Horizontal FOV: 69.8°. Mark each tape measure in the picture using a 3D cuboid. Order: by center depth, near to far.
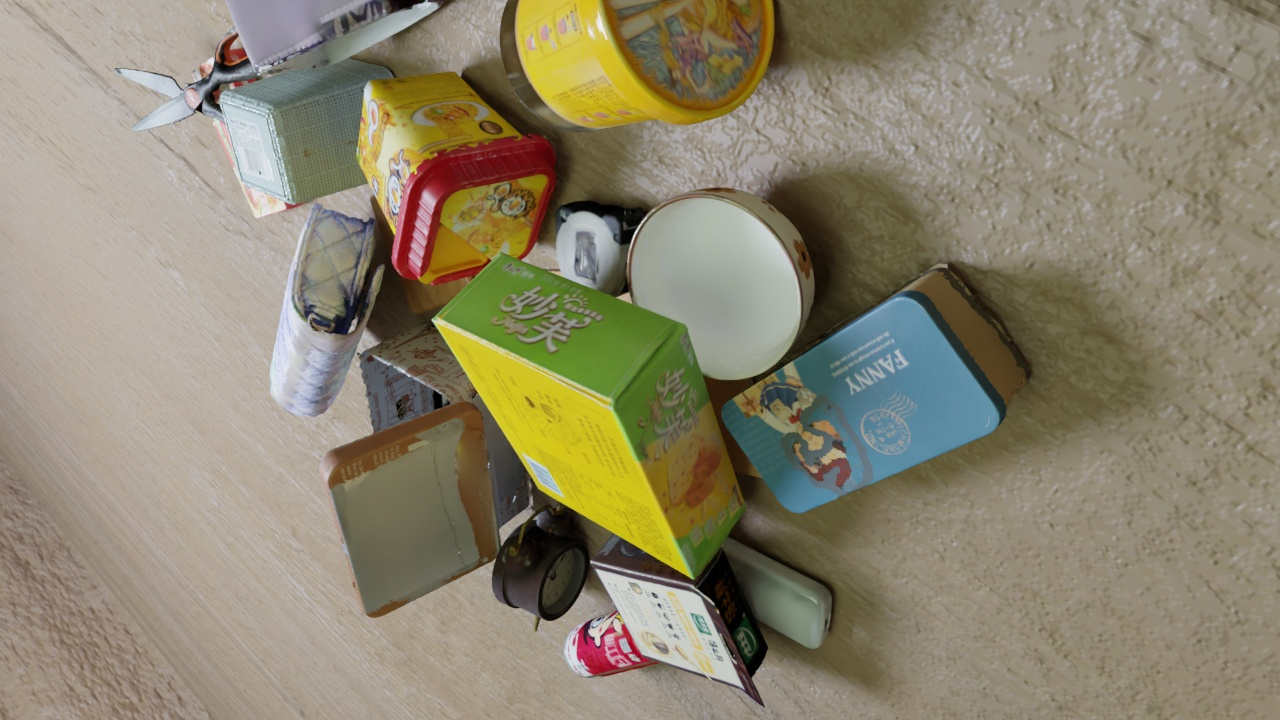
[{"bbox_3d":[-0.026,-0.075,0.631,0.066,0.033,0.066,15,115,40],"label":"tape measure"}]

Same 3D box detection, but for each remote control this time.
[{"bbox_3d":[0.082,0.167,0.697,0.136,0.020,0.056,22,129,34],"label":"remote control"}]

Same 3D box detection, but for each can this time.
[{"bbox_3d":[-0.017,0.251,0.823,0.053,0.053,0.133,56,140,1],"label":"can"}]

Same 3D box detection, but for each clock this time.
[{"bbox_3d":[-0.091,0.181,0.829,0.055,0.081,0.122,18,128,31],"label":"clock"}]

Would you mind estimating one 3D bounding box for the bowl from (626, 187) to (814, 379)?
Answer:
[{"bbox_3d":[0.055,-0.052,0.546,0.113,0.062,0.114,18,123,28],"label":"bowl"}]

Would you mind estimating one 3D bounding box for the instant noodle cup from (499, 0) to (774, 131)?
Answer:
[{"bbox_3d":[-0.008,-0.180,0.496,0.115,0.118,0.118,1,116,52],"label":"instant noodle cup"}]

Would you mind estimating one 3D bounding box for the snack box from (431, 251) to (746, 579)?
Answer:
[{"bbox_3d":[-0.026,0.041,0.611,0.158,0.069,0.210,24,152,33],"label":"snack box"}]

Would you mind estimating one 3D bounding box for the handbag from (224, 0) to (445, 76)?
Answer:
[{"bbox_3d":[-0.230,-0.317,0.631,0.145,0.098,0.197,-11,107,31],"label":"handbag"}]

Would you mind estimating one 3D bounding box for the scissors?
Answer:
[{"bbox_3d":[-0.396,-0.237,0.855,0.222,0.021,0.211,-32,98,32],"label":"scissors"}]

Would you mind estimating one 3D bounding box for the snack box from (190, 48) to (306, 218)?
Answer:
[{"bbox_3d":[-0.383,-0.219,0.899,0.075,0.025,0.153,-1,114,45],"label":"snack box"}]

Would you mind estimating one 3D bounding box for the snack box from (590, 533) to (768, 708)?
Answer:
[{"bbox_3d":[0.036,0.191,0.693,0.126,0.053,0.113,2,128,40],"label":"snack box"}]

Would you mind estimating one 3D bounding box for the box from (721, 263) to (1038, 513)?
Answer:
[{"bbox_3d":[0.132,0.019,0.524,0.090,0.059,0.185,53,141,3],"label":"box"}]

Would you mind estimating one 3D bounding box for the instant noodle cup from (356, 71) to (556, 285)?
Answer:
[{"bbox_3d":[-0.139,-0.137,0.658,0.123,0.115,0.116,53,141,23],"label":"instant noodle cup"}]

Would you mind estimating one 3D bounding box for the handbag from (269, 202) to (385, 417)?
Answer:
[{"bbox_3d":[-0.286,-0.043,0.835,0.075,0.134,0.194,15,151,-19],"label":"handbag"}]

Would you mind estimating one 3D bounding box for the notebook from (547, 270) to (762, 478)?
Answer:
[{"bbox_3d":[-0.004,0.004,0.685,0.212,0.012,0.149,6,118,42],"label":"notebook"}]

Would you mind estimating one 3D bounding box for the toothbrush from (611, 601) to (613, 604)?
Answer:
[{"bbox_3d":[0.007,0.168,0.751,0.016,0.016,0.181,40,144,8],"label":"toothbrush"}]

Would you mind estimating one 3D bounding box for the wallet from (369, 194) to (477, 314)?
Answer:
[{"bbox_3d":[-0.185,-0.101,0.788,0.101,0.020,0.115,-11,104,46],"label":"wallet"}]

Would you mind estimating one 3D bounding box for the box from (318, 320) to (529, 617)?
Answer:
[{"bbox_3d":[-0.204,0.099,0.800,0.157,0.192,0.183,24,130,34],"label":"box"}]

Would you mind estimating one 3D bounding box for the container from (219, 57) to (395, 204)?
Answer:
[{"bbox_3d":[-0.262,-0.185,0.737,0.090,0.111,0.090,23,129,33],"label":"container"}]
